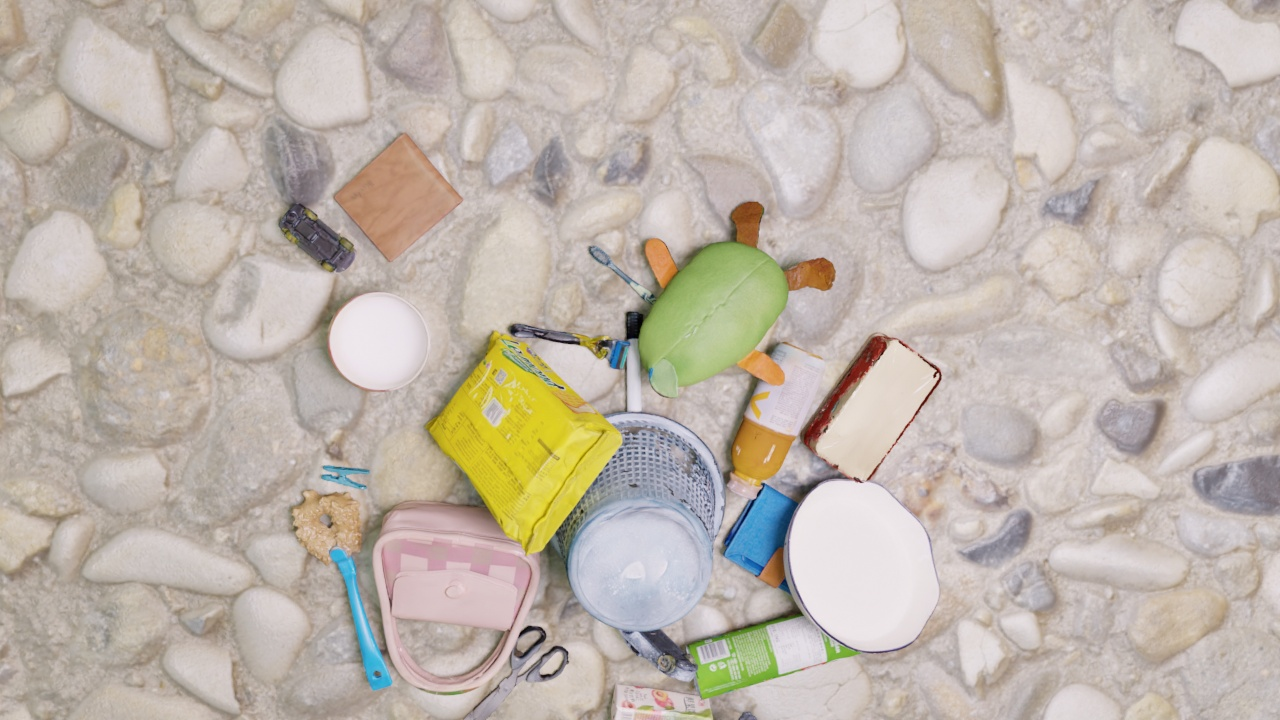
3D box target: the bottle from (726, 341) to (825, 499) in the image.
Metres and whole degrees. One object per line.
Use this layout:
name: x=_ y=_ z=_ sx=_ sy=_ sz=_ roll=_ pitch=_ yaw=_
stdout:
bottle: x=0.156 y=0.074 z=1.093 sx=0.068 sy=0.068 sz=0.189 roll=22 pitch=95 yaw=-7

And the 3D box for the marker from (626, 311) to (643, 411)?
marker: x=-0.007 y=0.006 z=1.098 sx=0.023 sy=0.018 sz=0.131 roll=0 pitch=97 yaw=15

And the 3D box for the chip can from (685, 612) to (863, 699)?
chip can: x=0.175 y=0.352 z=1.129 sx=0.236 sy=0.072 sz=0.072 roll=-16 pitch=98 yaw=-2

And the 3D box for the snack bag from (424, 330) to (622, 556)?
snack bag: x=-0.138 y=0.079 z=1.004 sx=0.158 sy=0.246 sz=0.068 roll=-53 pitch=138 yaw=3

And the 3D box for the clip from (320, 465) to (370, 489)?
clip: x=-0.352 y=0.138 z=1.093 sx=0.056 sy=0.014 sz=0.041 roll=10 pitch=96 yaw=-5

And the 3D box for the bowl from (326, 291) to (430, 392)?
bowl: x=-0.295 y=-0.024 z=1.051 sx=0.113 sy=0.062 sz=0.113 roll=-1 pitch=98 yaw=-5

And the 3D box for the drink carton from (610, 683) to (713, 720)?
drink carton: x=0.025 y=0.442 z=1.140 sx=0.122 sy=0.053 sz=0.045 roll=11 pitch=100 yaw=-6

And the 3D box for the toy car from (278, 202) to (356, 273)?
toy car: x=-0.364 y=-0.138 z=1.045 sx=0.090 sy=0.035 sz=0.042 roll=41 pitch=94 yaw=-8

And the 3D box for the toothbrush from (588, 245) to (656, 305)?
toothbrush: x=0.013 y=-0.072 z=1.089 sx=0.191 sy=0.018 sz=0.016 roll=40 pitch=92 yaw=-8

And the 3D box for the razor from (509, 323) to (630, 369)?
razor: x=-0.085 y=-0.024 z=1.087 sx=0.142 sy=0.022 sz=0.043 roll=12 pitch=128 yaw=-4

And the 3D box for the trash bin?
trash bin: x=-0.004 y=0.190 z=1.024 sx=0.226 sy=0.195 sz=0.227 roll=-1 pitch=102 yaw=-3

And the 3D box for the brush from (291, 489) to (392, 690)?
brush: x=-0.345 y=0.271 z=1.090 sx=0.083 sy=0.046 sz=0.254 roll=-17 pitch=93 yaw=-5

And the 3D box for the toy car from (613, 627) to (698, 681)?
toy car: x=0.016 y=0.343 z=1.099 sx=0.121 sy=0.054 sz=0.037 roll=33 pitch=96 yaw=37

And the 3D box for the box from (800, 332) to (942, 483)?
box: x=0.275 y=0.056 z=1.094 sx=0.091 sy=0.079 sz=0.168 roll=34 pitch=93 yaw=-8

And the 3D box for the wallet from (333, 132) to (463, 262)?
wallet: x=-0.278 y=-0.186 z=1.054 sx=0.115 sy=0.020 sz=0.101 roll=-41 pitch=97 yaw=4

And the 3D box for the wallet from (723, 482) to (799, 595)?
wallet: x=0.179 y=0.227 z=1.132 sx=0.133 sy=0.040 sz=0.106 roll=31 pitch=90 yaw=-7

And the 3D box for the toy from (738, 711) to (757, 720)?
toy: x=0.075 y=0.572 z=1.130 sx=0.138 sy=0.091 sz=0.357 roll=3 pitch=113 yaw=8

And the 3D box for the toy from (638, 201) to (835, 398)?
toy: x=0.091 y=-0.062 z=1.055 sx=0.246 sy=0.090 sz=0.227 roll=-43 pitch=80 yaw=-4

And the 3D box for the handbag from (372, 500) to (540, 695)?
handbag: x=-0.224 y=0.291 z=1.095 sx=0.193 sy=0.093 sz=0.234 roll=9 pitch=104 yaw=-5

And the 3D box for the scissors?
scissors: x=-0.171 y=0.400 z=1.143 sx=0.172 sy=0.014 sz=0.145 roll=-10 pitch=99 yaw=0

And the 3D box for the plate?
plate: x=0.257 y=0.244 z=1.091 sx=0.204 sy=0.046 sz=0.204 roll=8 pitch=65 yaw=-18
